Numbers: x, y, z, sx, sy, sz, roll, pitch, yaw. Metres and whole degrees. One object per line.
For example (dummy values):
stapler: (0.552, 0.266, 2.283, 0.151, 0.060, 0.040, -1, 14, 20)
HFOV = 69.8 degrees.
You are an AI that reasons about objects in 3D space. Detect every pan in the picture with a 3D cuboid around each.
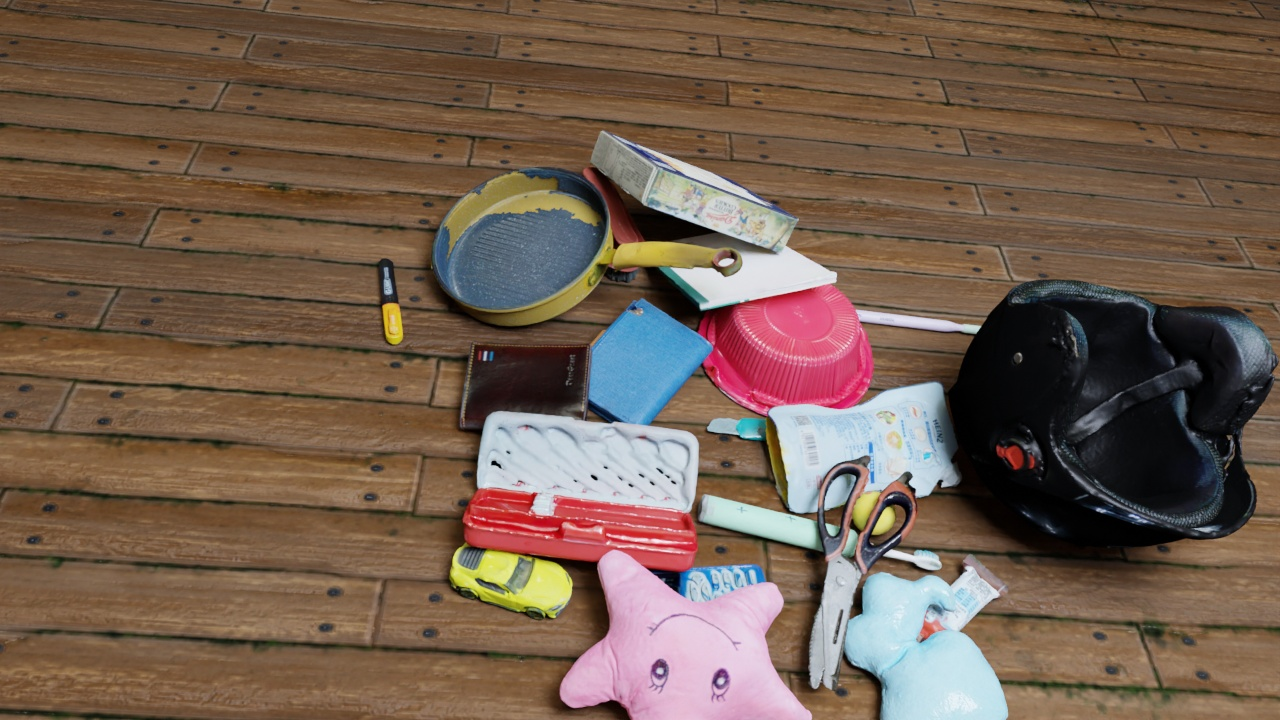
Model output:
pan: (-0.059, -0.114, 0.943, 0.358, 0.078, 0.197, 16, 63, 23)

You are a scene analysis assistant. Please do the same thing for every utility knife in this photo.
utility knife: (0.155, 0.072, 0.916, 0.179, 0.013, 0.029, 4, 53, -4)

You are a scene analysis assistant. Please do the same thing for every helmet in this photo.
helmet: (0.409, 0.054, 0.828, 0.233, 0.231, 0.274, 0, 57, -17)

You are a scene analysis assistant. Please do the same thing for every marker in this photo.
marker: (-0.266, -0.066, 0.975, 0.018, 0.015, 0.123, -4, 49, -17)

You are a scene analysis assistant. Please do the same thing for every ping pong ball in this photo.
ping pong ball: (0.216, 0.141, 0.848, 0.040, 0.040, 0.040, 4, 49, -5)

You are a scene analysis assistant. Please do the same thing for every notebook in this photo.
notebook: (0.097, -0.106, 1.000, 0.150, 0.012, 0.209, -12, 25, -14)

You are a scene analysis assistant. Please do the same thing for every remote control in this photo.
remote control: (0.045, 0.202, 0.783, 0.125, 0.024, 0.049, -1, 50, -5)

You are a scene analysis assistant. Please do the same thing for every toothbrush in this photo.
toothbrush: (0.330, -0.040, 1.034, 0.189, 0.029, 0.021, 7, 9, 0)
toothbrush: (0.162, 0.159, 0.834, 0.224, 0.026, 0.027, 13, 28, 3)

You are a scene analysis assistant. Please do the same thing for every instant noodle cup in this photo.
instant noodle cup: (0.160, -0.029, 0.971, 0.194, 0.066, 0.193, 4, 48, -5)

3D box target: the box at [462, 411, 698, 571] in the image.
box: (-0.049, 0.119, 0.817, 0.201, 0.074, 0.154, 7, 45, -3)

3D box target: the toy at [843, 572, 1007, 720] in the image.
toy: (0.231, 0.255, 0.742, 0.156, 0.050, 0.161, 23, 65, 32)

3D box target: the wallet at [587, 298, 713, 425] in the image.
wallet: (-0.006, 0.005, 0.933, 0.106, 0.040, 0.132, 32, 60, 18)

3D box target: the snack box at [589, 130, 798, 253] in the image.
snack box: (0.055, -0.189, 1.017, 0.182, 0.046, 0.178, 15, 18, -27)

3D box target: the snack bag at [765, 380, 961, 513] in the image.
snack bag: (0.221, 0.084, 0.892, 0.191, 0.039, 0.110, -6, 65, -13)

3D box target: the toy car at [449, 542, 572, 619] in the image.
toy car: (-0.108, 0.182, 0.774, 0.105, 0.032, 0.048, 16, 49, 4)

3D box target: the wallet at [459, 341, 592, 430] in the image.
wallet: (-0.110, 0.026, 0.894, 0.122, 0.020, 0.096, 1, 62, 4)

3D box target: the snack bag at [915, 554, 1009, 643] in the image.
snack bag: (0.276, 0.216, 0.802, 0.104, 0.026, 0.048, -35, 65, -31)

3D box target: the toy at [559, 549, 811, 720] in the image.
toy: (0.039, 0.247, 0.712, 0.194, 0.075, 0.178, 14, 61, 0)

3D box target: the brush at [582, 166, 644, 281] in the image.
brush: (-0.036, -0.156, 1.048, 0.063, 0.069, 0.145, -14, 53, -18)

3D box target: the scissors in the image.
scissors: (0.189, 0.178, 0.783, 0.192, 0.015, 0.206, -21, 48, -4)
